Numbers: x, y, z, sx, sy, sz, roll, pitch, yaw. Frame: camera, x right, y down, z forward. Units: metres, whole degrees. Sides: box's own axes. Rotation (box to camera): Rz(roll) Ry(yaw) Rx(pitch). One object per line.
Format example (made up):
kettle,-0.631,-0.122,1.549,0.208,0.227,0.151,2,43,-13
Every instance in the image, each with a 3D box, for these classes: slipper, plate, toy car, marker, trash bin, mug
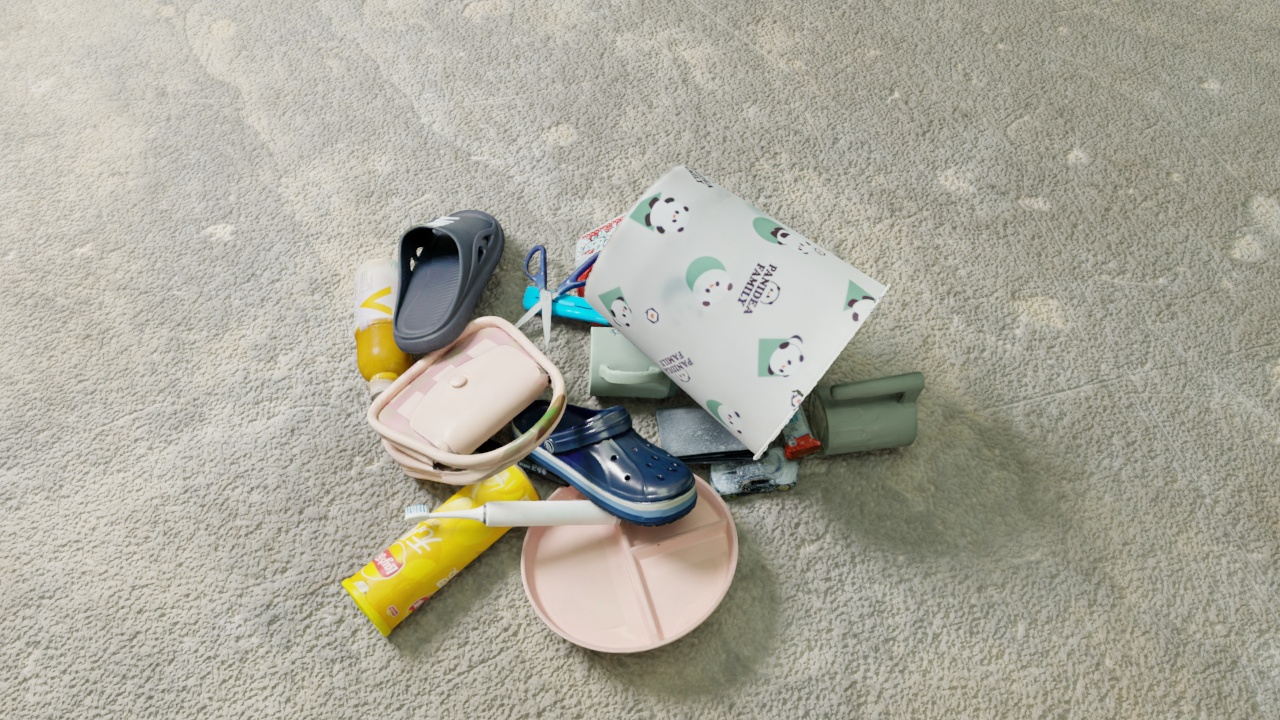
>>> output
slipper,-0.237,-0.120,1.103,0.111,0.083,0.267,-8,41,13
plate,-0.012,0.204,0.967,0.229,0.028,0.229,-5,48,5
toy car,0.130,0.127,1.044,0.105,0.031,0.049,-8,60,-8
marker,-0.134,0.113,1.037,0.132,0.020,0.022,17,27,22
trash bin,0.093,-0.060,0.973,0.252,0.230,0.229,37,64,8
slipper,-0.038,0.088,0.982,0.253,0.095,0.104,23,33,37
mug,0.254,0.053,1.040,0.103,0.124,0.083,-7,60,-4
mug,-0.006,0.006,1.070,0.106,0.082,0.111,3,14,-4

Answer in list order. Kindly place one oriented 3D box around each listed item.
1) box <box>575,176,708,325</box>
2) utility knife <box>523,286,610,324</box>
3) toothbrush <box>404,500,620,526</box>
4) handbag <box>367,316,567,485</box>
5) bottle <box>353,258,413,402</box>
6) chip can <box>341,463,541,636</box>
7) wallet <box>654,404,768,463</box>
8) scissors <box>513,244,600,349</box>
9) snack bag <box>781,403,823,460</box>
box,0.008,-0.141,1.148,0.201,0.060,0.160,-23,57,19
utility knife,-0.068,-0.063,1.123,0.192,0.018,0.034,12,62,31
toothbrush,-0.130,0.158,0.947,0.221,0.027,0.026,1,43,-13
handbag,-0.166,0.054,0.982,0.193,0.093,0.234,-42,34,-22
bottle,-0.309,-0.035,1.106,0.068,0.068,0.189,-8,59,-7
chip can,-0.206,0.193,0.970,0.212,0.072,0.072,-39,67,-24
wallet,0.080,0.082,1.059,0.121,0.019,0.097,-3,33,-3
scissors,-0.110,-0.087,1.139,0.162,0.012,0.175,-25,51,9
snack bag,0.178,0.071,1.068,0.045,0.026,0.105,-26,42,14
